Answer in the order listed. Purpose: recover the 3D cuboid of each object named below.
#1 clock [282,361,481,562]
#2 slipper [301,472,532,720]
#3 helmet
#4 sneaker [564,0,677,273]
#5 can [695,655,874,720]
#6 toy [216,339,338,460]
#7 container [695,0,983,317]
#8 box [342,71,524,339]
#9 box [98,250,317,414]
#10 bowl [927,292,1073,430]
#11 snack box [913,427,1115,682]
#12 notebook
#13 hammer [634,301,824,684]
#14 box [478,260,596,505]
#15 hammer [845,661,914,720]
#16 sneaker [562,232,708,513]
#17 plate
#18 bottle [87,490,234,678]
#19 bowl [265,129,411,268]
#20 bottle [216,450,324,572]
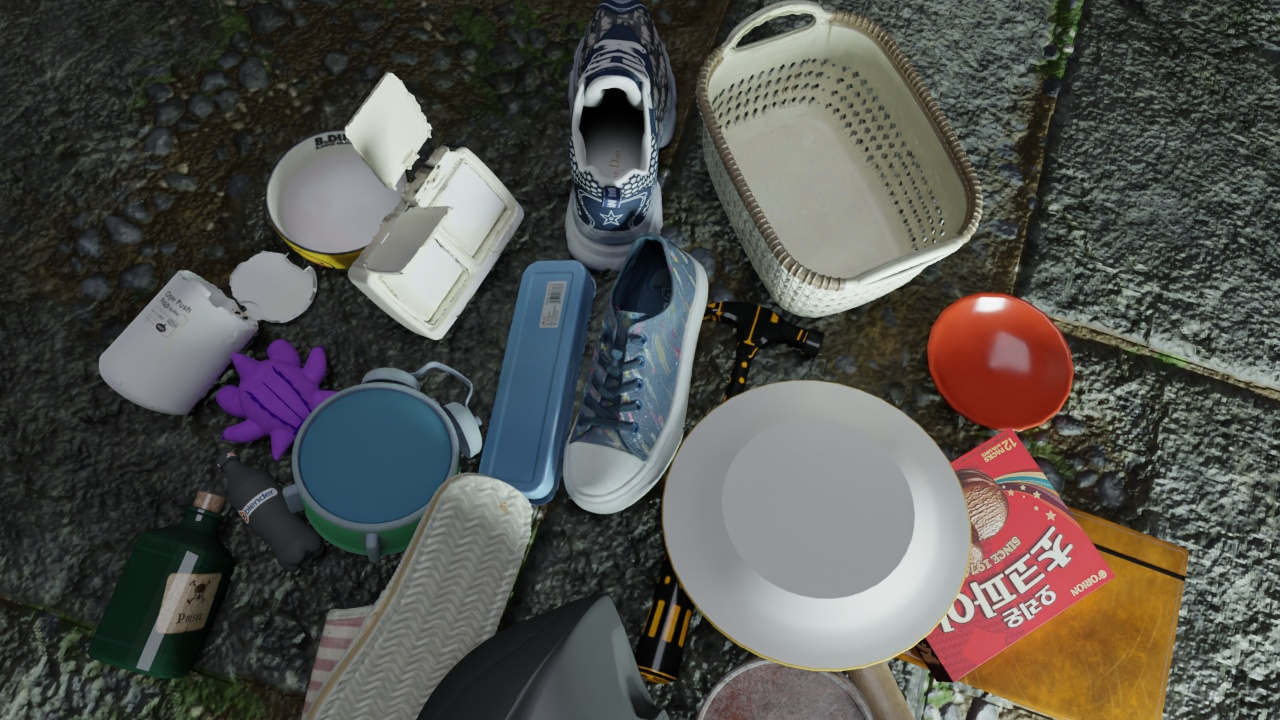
[{"bbox_3d":[-0.191,0.070,0.716,0.122,0.075,0.161,30,59,6],"label":"clock"},{"bbox_3d":[-0.167,0.201,0.662,0.115,0.052,0.262,30,83,-28],"label":"slipper"},{"bbox_3d":[-0.073,0.279,0.599,0.170,0.164,0.264,20,80,15],"label":"helmet"},{"bbox_3d":[-0.018,-0.220,0.788,0.103,0.132,0.269,3,70,0],"label":"sneaker"},{"bbox_3d":[0.104,0.276,0.653,0.130,0.044,0.130,-3,78,12],"label":"can"},{"bbox_3d":[-0.289,0.028,0.730,0.088,0.056,0.106,40,74,12],"label":"toy"},{"bbox_3d":[0.153,-0.157,0.769,0.184,0.143,0.246,-20,73,-9],"label":"container"},{"bbox_3d":[-0.161,-0.106,0.716,0.095,0.185,0.145,25,76,21],"label":"box"},{"bbox_3d":[-0.346,-0.033,0.744,0.084,0.112,0.162,39,87,14],"label":"box"},{"bbox_3d":[0.298,0.005,0.777,0.122,0.035,0.121,1,71,-2],"label":"bowl"},{"bbox_3d":[0.258,0.148,0.709,0.152,0.036,0.132,-28,75,-11],"label":"snack box"},{"bbox_3d":[0.299,0.176,0.729,0.249,0.014,0.178,20,72,4],"label":"notebook"},{"bbox_3d":[0.052,0.096,0.737,0.123,0.036,0.320,16,69,7],"label":"hammer"},{"bbox_3d":[-0.084,0.017,0.766,0.066,0.049,0.209,3,68,18],"label":"box"},{"bbox_3d":[0.182,0.252,0.679,0.119,0.031,0.331,-25,79,-7],"label":"hammer"},{"bbox_3d":[-0.004,0.004,0.729,0.087,0.079,0.235,10,69,24],"label":"sneaker"},{"bbox_3d":[0.130,0.111,0.684,0.230,0.021,0.229,-1,60,2],"label":"plate"},{"bbox_3d":[-0.344,0.162,0.680,0.061,0.061,0.131,15,71,5],"label":"bottle"},{"bbox_3d":[-0.249,-0.128,0.779,0.117,0.068,0.117,1,71,-2],"label":"bowl"},{"bbox_3d":[-0.290,0.114,0.711,0.036,0.036,0.110,-41,78,-15],"label":"bottle"}]
